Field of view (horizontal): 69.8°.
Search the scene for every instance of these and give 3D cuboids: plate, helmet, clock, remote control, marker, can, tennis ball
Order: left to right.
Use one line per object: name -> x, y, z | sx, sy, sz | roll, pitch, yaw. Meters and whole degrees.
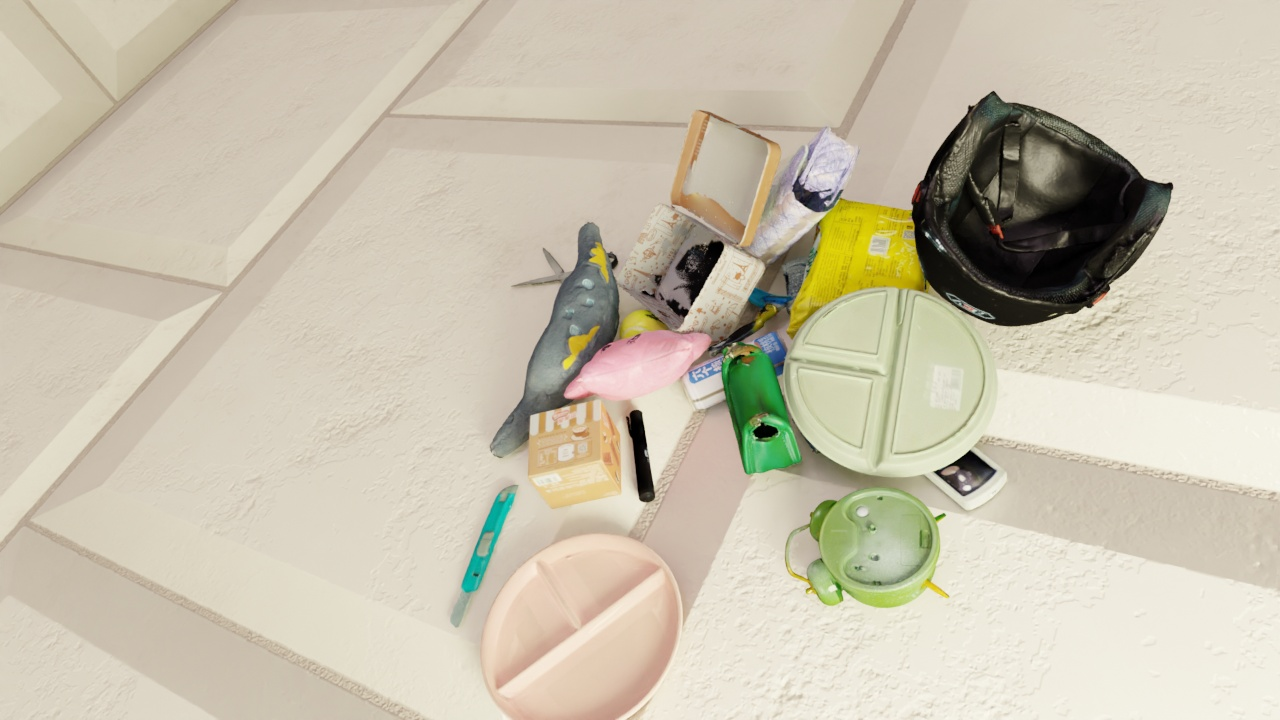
plate -> -0.062, 0.291, 0.985 | 0.230, 0.028, 0.229 | -12, 47, 13
marker -> 0.000, 0.115, 1.116 | 0.022, 0.020, 0.131 | -16, 46, 8
tennis ball -> 0.004, -0.034, 1.211 | 0.065, 0.065, 0.065 | -12, 47, 14
can -> 0.117, 0.013, 1.128 | 0.134, 0.053, 0.053 | -24, 46, 3
clock -> 0.225, 0.191, 0.925 | 0.161, 0.056, 0.115 | -4, 49, 21
plate -> 0.271, 0.015, 1.001 | 0.230, 0.027, 0.229 | -4, 64, 9
remote control -> 0.320, 0.097, 0.988 | 0.058, 0.021, 0.150 | -36, 46, -9
helmet -> 0.419, -0.150, 1.017 | 0.233, 0.231, 0.274 | 33, 68, 13

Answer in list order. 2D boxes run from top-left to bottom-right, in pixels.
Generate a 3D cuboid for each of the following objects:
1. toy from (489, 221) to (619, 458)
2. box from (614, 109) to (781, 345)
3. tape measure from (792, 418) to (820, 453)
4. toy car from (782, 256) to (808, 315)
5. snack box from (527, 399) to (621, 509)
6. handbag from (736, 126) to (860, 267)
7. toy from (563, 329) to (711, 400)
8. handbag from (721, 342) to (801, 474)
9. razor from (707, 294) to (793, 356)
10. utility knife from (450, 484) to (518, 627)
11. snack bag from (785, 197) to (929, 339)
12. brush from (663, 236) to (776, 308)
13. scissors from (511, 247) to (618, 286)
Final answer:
toy -> -0.096, -0.029, 1.212 | 0.138, 0.091, 0.355 | 6, 68, 47
box -> 0.088, -0.172, 1.178 | 0.178, 0.088, 0.262 | 43, 111, 49
tape measure -> 0.209, 0.075, 1.054 | 0.054, 0.025, 0.058 | -27, 50, -3
toy car -> 0.212, -0.100, 1.201 | 0.049, 0.031, 0.105 | -10, 47, 14
snack box -> -0.078, 0.114, 1.111 | 0.093, 0.077, 0.094 | -14, 48, 12
handbag -> 0.199, -0.209, 1.193 | 0.075, 0.194, 0.134 | 30, 68, -4
toy -> -0.007, 0.006, 1.102 | 0.195, 0.074, 0.178 | -21, -2, 41
handbag -> 0.131, 0.055, 1.039 | 0.068, 0.120, 0.131 | -17, 50, 8
razor -> 0.136, -0.041, 1.152 | 0.142, 0.022, 0.043 | -37, 24, -30
utility knife -> -0.189, 0.230, 1.104 | 0.029, 0.013, 0.192 | 0, 52, 24
snack bag -> 0.282, -0.113, 1.136 | 0.158, 0.068, 0.245 | 11, 55, 15
brush -> 0.096, -0.133, 1.281 | 0.083, 0.046, 0.255 | -39, 51, -16
scissors -> -0.114, -0.130, 1.384 | 0.159, 0.014, 0.177 | -31, 45, -4
